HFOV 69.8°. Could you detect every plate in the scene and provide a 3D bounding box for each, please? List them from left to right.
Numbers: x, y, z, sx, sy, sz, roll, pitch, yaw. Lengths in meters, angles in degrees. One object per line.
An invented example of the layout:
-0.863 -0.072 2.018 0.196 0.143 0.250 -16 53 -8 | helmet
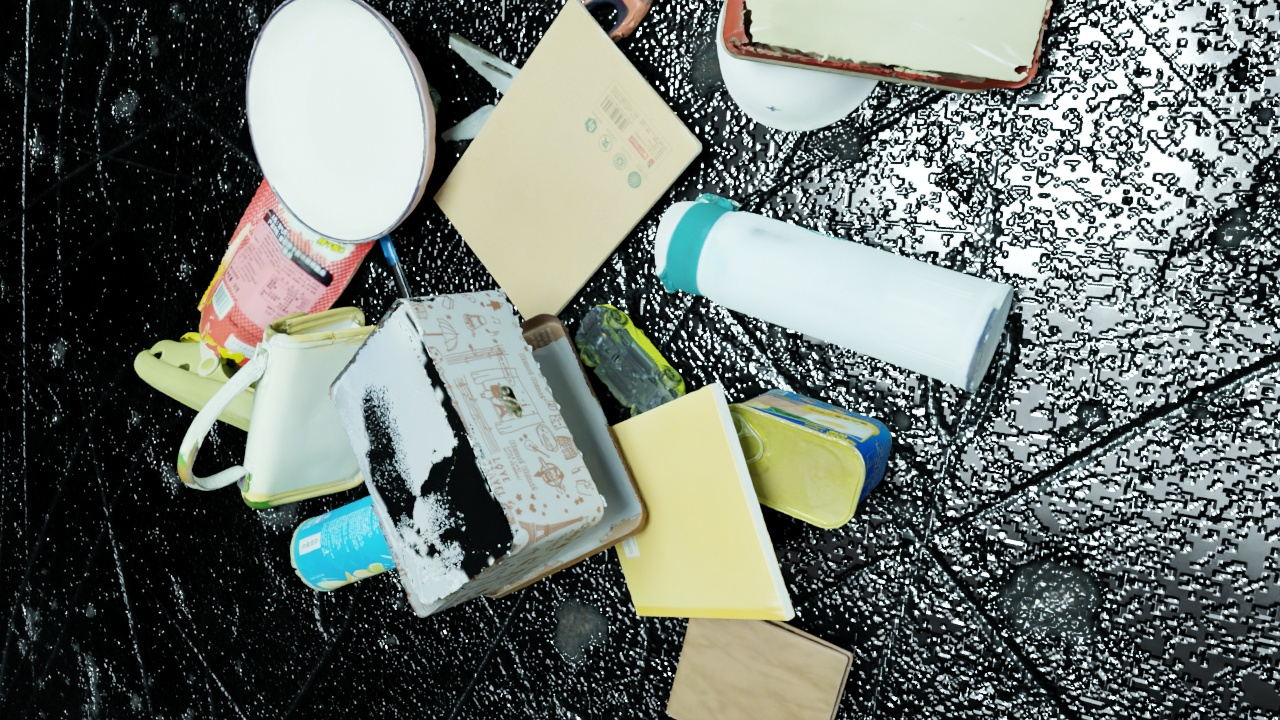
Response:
-0.233 -0.191 0.729 0.193 0.038 0.192 10 110 27 | plate

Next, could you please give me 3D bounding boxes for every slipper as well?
-0.397 0.015 0.878 0.191 0.091 0.081 17 68 34 | slipper

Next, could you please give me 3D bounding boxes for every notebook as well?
-0.064 -0.138 0.685 0.148 0.008 0.208 52 125 10 | notebook
0.022 0.104 0.623 0.207 0.010 0.146 -29 77 61 | notebook

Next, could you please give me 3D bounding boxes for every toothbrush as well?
-0.193 -0.038 0.773 0.014 0.016 0.189 -15 98 21 | toothbrush

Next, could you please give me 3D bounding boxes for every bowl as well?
0.091 -0.206 0.571 0.118 0.064 0.118 5 100 28 | bowl

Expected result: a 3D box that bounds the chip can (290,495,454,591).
-0.208 0.143 0.791 0.211 0.071 0.071 -23 87 30 | chip can

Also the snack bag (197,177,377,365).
-0.314 -0.090 0.818 0.128 0.073 0.208 41 107 10 | snack bag

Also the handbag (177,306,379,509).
-0.297 0.040 0.762 0.063 0.178 0.163 28 112 28 | handbag

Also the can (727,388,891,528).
0.105 0.059 0.596 0.102 0.083 0.057 19 106 25 | can

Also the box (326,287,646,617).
-0.092 0.061 0.631 0.151 0.165 0.182 -40 70 40 | box

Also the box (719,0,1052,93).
0.134 -0.200 0.495 0.168 0.078 0.091 6 103 -8 | box

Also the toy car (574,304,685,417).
-0.004 0.004 0.674 0.105 0.032 0.048 49 125 17 | toy car

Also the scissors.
-0.063 -0.196 0.688 0.226 0.015 0.189 -25 86 31 | scissors

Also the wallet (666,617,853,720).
0.080 0.224 0.638 0.115 0.020 0.101 17 107 22 | wallet

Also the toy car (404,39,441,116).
-0.200 -0.227 0.746 0.043 0.036 0.091 -37 84 27 | toy car

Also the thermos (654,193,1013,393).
0.114 -0.050 0.585 0.224 0.073 0.073 21 108 25 | thermos
